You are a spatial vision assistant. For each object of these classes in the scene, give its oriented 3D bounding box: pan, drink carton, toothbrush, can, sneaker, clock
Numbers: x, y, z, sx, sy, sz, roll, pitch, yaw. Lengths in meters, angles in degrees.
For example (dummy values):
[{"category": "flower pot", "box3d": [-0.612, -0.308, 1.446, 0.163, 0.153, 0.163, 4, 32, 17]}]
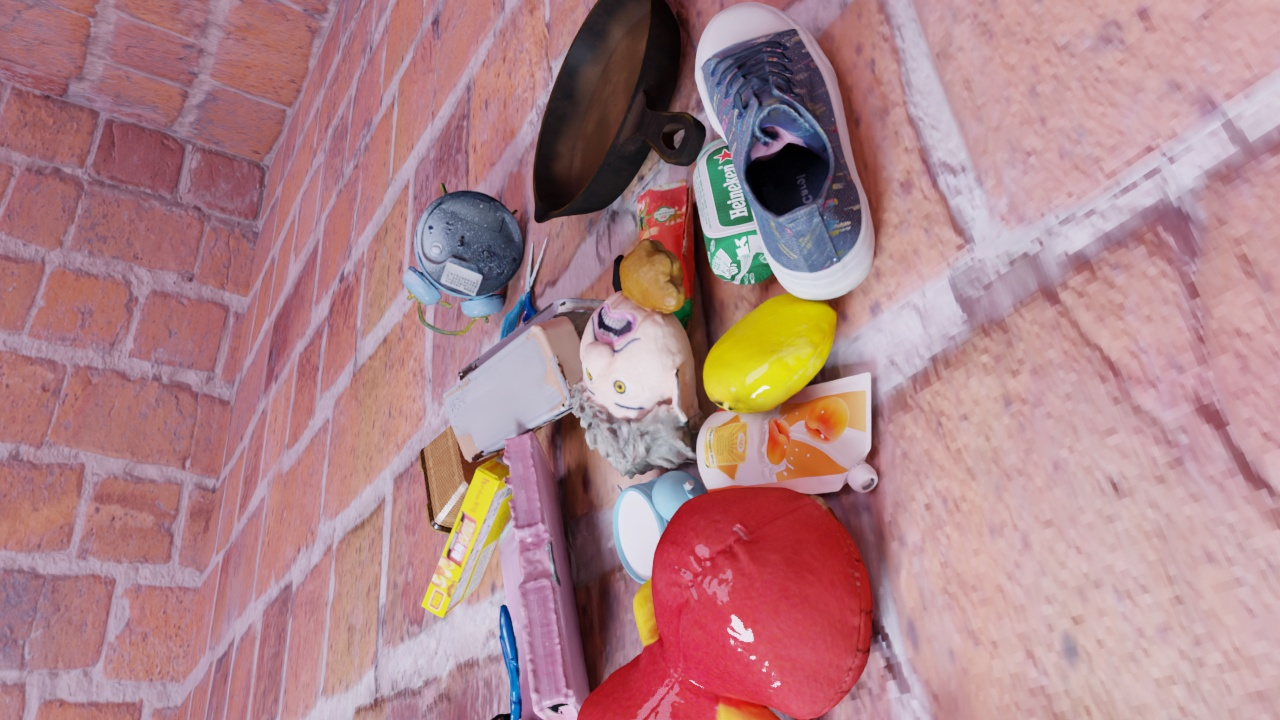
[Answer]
[{"category": "pan", "box3d": [-0.011, -0.211, 0.789, 0.249, 0.043, 0.356, -66, 27, 14]}, {"category": "drink carton", "box3d": [0.089, 0.050, 0.549, 0.122, 0.038, 0.069, -18, 62, 48]}, {"category": "toothbrush", "box3d": [-0.093, 0.246, 0.672, 0.021, 0.016, 0.132, 115, 150, -71]}, {"category": "can", "box3d": [0.067, -0.101, 0.626, 0.053, 0.053, 0.101, -43, 43, 42]}, {"category": "sneaker", "box3d": [0.085, -0.151, 0.567, 0.087, 0.079, 0.235, -20, 58, 13]}, {"category": "clock", "box3d": [-0.195, -0.107, 1.003, 0.060, 0.118, 0.162, -6, 65, 70]}, {"category": "clock", "box3d": [0.023, 0.116, 0.610, 0.123, 0.042, 0.087, -4, 91, 59]}]

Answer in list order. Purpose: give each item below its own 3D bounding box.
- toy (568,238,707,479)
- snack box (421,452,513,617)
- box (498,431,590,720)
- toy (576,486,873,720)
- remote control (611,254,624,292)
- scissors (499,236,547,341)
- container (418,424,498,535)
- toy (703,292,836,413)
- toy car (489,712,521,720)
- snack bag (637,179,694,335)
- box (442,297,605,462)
[{"category": "toy", "box3d": [-0.004, 0.004, 0.632, 0.133, 0.076, 0.176, 27, 120, 42]}, {"category": "snack box", "box3d": [-0.153, 0.160, 0.860, 0.152, 0.025, 0.075, -66, -11, 15]}, {"category": "box", "box3d": [-0.079, 0.197, 0.748, 0.180, 0.059, 0.232, 102, 159, -49]}, {"category": "toy", "box3d": [0.043, 0.165, 0.504, 0.147, 0.098, 0.217, 36, 112, 31]}, {"category": "remote control", "box3d": [-0.005, -0.042, 0.721, 0.124, 0.010, 0.039, -112, 23, -51]}, {"category": "scissors", "box3d": [-0.114, -0.069, 0.955, 0.110, 0.015, 0.132, 33, 101, 62]}, {"category": "container", "box3d": [-0.179, 0.118, 0.932, 0.061, 0.063, 0.114, -51, 38, 23]}, {"category": "toy", "box3d": [0.078, -0.006, 0.562, 0.094, 0.041, 0.096, -50, 23, -17]}, {"category": "toy car", "box3d": [-0.109, 0.296, 0.711, 0.092, 0.036, 0.042, 116, 147, -66]}, {"category": "snack bag", "box3d": [0.023, -0.056, 0.702, 0.087, 0.044, 0.155, 142, 128, -64]}, {"category": "box", "box3d": [-0.099, 0.023, 0.809, 0.217, 0.094, 0.107, -30, 54, 52]}]
